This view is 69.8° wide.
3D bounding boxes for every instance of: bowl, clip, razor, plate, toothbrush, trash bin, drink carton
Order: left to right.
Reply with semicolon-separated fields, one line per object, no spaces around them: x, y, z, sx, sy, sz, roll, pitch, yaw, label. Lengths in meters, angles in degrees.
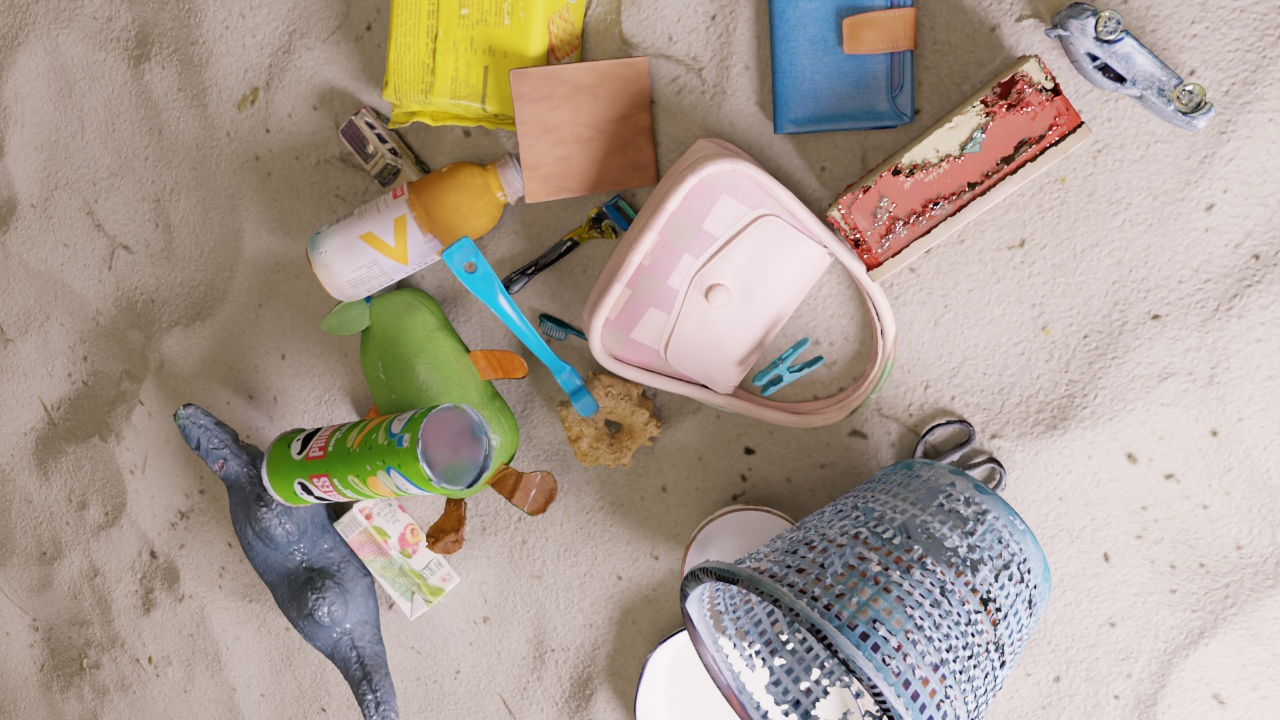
-0.237;0.187;0.891;0.046;0.053;0.122;-38;91;24;drink carton
-0.063;-0.094;0.775;0.143;0.022;0.042;-29;131;23;razor
-0.005;0.005;0.787;0.192;0.016;0.018;25;121;10;toothbrush
0.090;0.172;0.771;0.113;0.062;0.113;0;96;3;bowl
0.098;0.316;0.825;0.205;0.045;0.205;5;105;17;plate
0.111;0.006;0.698;0.056;0.014;0.041;-34;112;13;clip
0.174;0.183;0.653;0.226;0.194;0.227;39;149;29;trash bin

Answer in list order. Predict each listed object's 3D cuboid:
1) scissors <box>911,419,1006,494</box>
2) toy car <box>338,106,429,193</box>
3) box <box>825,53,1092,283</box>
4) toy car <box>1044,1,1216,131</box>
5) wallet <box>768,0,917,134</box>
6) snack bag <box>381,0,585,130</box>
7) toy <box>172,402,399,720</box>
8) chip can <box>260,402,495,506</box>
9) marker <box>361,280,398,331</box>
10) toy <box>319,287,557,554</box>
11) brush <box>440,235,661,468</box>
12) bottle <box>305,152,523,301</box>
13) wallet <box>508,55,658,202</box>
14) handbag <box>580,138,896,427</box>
0.216;0.120;0.751;0.145;0.014;0.173;19;110;13;scissors
-0.222;-0.175;0.796;0.042;0.035;0.090;-39;93;24;toy car
0.210;-0.139;0.638;0.169;0.091;0.079;-37;95;23;box
0.323;-0.192;0.608;0.120;0.054;0.037;39;109;3;toy car
0.145;-0.233;0.663;0.106;0.040;0.133;1;106;22;wallet
-0.122;-0.297;0.713;0.158;0.068;0.247;11;107;14;snack bag
-0.326;0.190;0.879;0.091;0.138;0.356;-34;86;-8;toy
-0.224;0.081;0.761;0.237;0.072;0.072;-11;102;40;chip can
-0.225;-0.078;0.832;0.022;0.018;0.131;37;114;21;marker
-0.176;0.043;0.813;0.228;0.089;0.246;-24;93;33;toy
-0.069;0.000;0.734;0.083;0.045;0.255;-35;123;6;brush
-0.184;-0.115;0.769;0.189;0.068;0.068;-26;96;4;bottle
-0.042;-0.179;0.708;0.115;0.020;0.101;-12;109;-21;wallet
0.089;-0.040;0.719;0.234;0.093;0.194;33;112;-6;handbag
